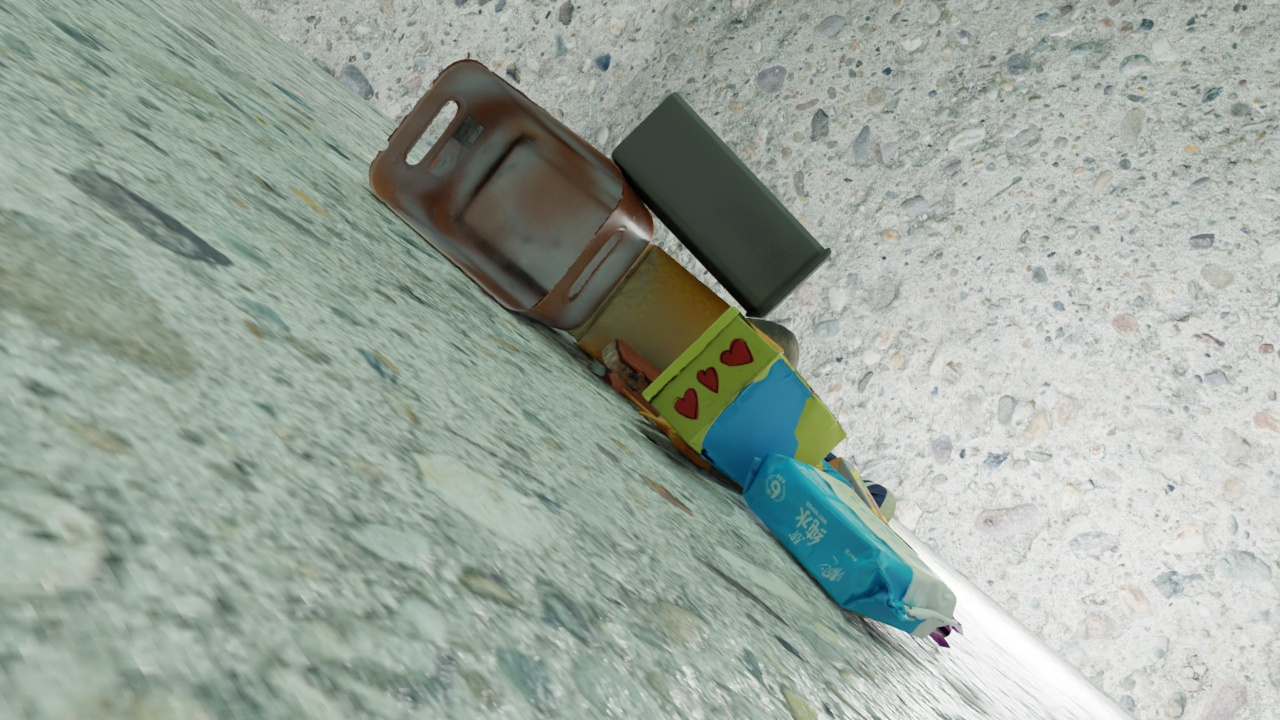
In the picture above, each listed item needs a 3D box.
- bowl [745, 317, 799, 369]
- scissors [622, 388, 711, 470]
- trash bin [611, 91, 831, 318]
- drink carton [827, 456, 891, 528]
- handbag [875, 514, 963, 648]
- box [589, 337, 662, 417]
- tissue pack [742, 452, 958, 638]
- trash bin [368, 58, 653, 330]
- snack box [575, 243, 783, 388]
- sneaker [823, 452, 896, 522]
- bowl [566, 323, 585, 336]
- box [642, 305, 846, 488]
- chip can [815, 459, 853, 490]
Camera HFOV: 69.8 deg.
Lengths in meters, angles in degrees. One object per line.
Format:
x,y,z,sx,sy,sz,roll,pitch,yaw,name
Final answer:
0.123,0.012,1.180,0.162,0.163,0.070,33,50,-49,bowl
0.027,0.068,0.918,0.125,0.011,0.129,42,3,22,scissors
0.081,-0.155,0.972,0.220,0.097,0.191,47,4,-1,trash bin
0.271,0.189,1.160,0.076,0.048,0.124,32,28,-57,drink carton
0.265,0.232,0.908,0.170,0.068,0.144,43,2,-32,handbag
0.028,0.039,0.986,0.186,0.057,0.060,37,-28,-31,box
0.183,0.162,0.806,0.117,0.066,0.209,27,11,-34,tissue pack
-0.130,-0.169,0.998,0.260,0.181,0.157,39,3,19,trash bin
0.044,-0.017,1.054,0.195,0.145,0.080,38,3,-11,snack box
0.280,0.177,1.328,0.118,0.091,0.233,43,4,-1,sneaker
-0.109,-0.089,1.159,0.152,0.050,0.152,38,4,-4,bowl
0.107,0.052,0.891,0.082,0.124,0.221,46,5,38,box
0.153,0.113,1.058,0.080,0.080,0.229,36,6,-32,chip can
